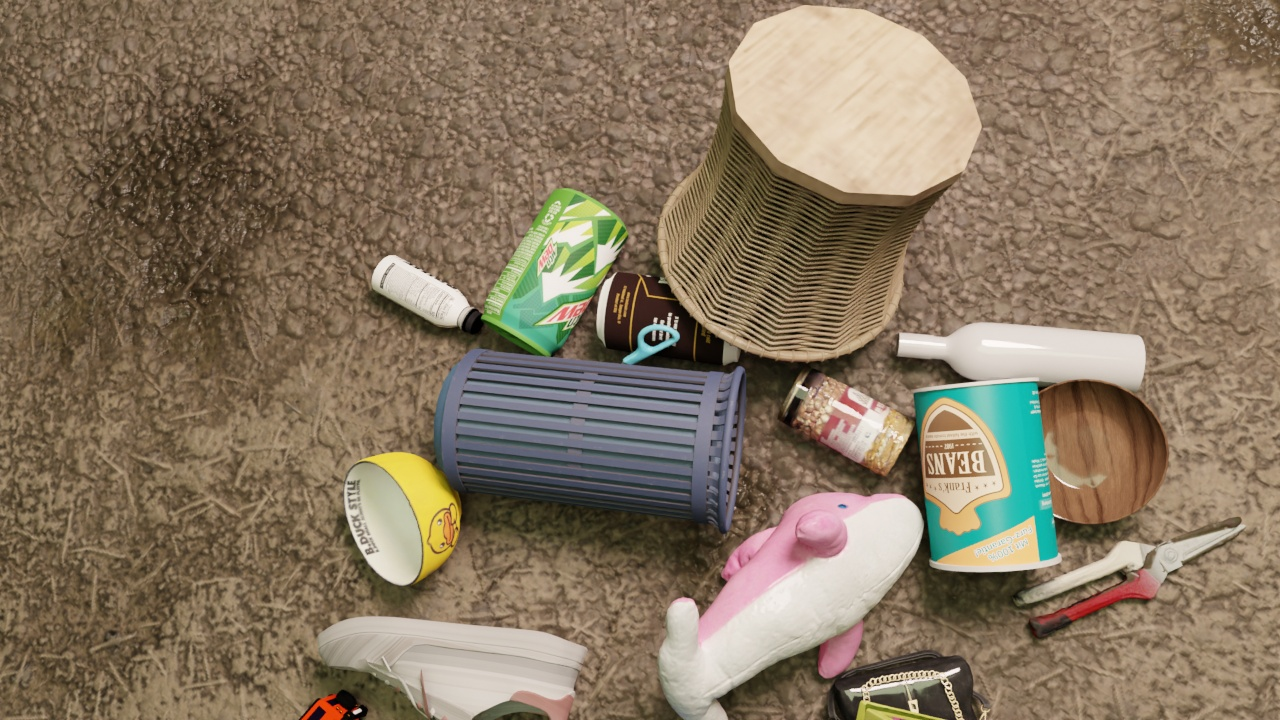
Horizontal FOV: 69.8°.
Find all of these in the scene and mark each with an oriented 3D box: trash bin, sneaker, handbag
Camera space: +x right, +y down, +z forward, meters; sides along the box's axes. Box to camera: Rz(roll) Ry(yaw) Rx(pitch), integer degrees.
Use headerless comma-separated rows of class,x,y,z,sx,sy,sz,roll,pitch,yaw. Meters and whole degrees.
trash bin,-0.042,0.063,0.790,0.250,0.139,0.139,6,77,11
sneaker,-0.166,0.275,0.777,0.236,0.099,0.089,2,63,7
handbag,0.220,0.287,0.749,0.128,0.054,0.079,-13,86,2

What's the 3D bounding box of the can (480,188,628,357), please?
can,-0.080,-0.080,0.856,0.083,0.083,0.144,29,82,13

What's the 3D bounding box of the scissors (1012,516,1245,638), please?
scissors,0.409,0.180,0.760,0.189,0.015,0.139,7,77,10

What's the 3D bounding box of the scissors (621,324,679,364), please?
scissors,-0.007,0.003,0.825,0.139,0.118,0.015,6,45,2

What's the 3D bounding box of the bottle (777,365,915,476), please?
bottle,0.179,0.052,0.801,0.105,0.056,0.056,29,82,13

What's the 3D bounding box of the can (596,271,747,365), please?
can,0.029,-0.038,0.836,0.129,0.072,0.071,8,78,10

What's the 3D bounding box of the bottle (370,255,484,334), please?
bottle,-0.204,-0.060,0.891,0.116,0.041,0.041,28,82,13

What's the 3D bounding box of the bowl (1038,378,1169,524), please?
bowl,0.373,0.076,0.770,0.119,0.032,0.119,-2,86,27

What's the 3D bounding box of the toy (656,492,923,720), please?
toy,0.112,0.182,0.752,0.265,0.187,0.128,-31,34,-22

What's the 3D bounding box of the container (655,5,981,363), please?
container,0.141,-0.144,0.745,0.227,0.197,0.226,4,60,-7

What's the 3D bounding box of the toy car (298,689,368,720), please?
toy car,-0.285,0.338,0.803,0.049,0.051,0.100,40,84,12

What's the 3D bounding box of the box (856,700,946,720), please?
box,0.266,0.342,0.681,0.221,0.079,0.124,13,81,-10

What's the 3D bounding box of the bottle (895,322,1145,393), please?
bottle,0.324,-0.005,0.796,0.195,0.052,0.052,5,77,9

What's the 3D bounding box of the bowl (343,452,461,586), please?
bowl,-0.204,0.134,0.821,0.117,0.067,0.117,16,115,37

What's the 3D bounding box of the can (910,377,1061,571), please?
can,0.278,0.091,0.744,0.099,0.099,0.144,-6,85,7
